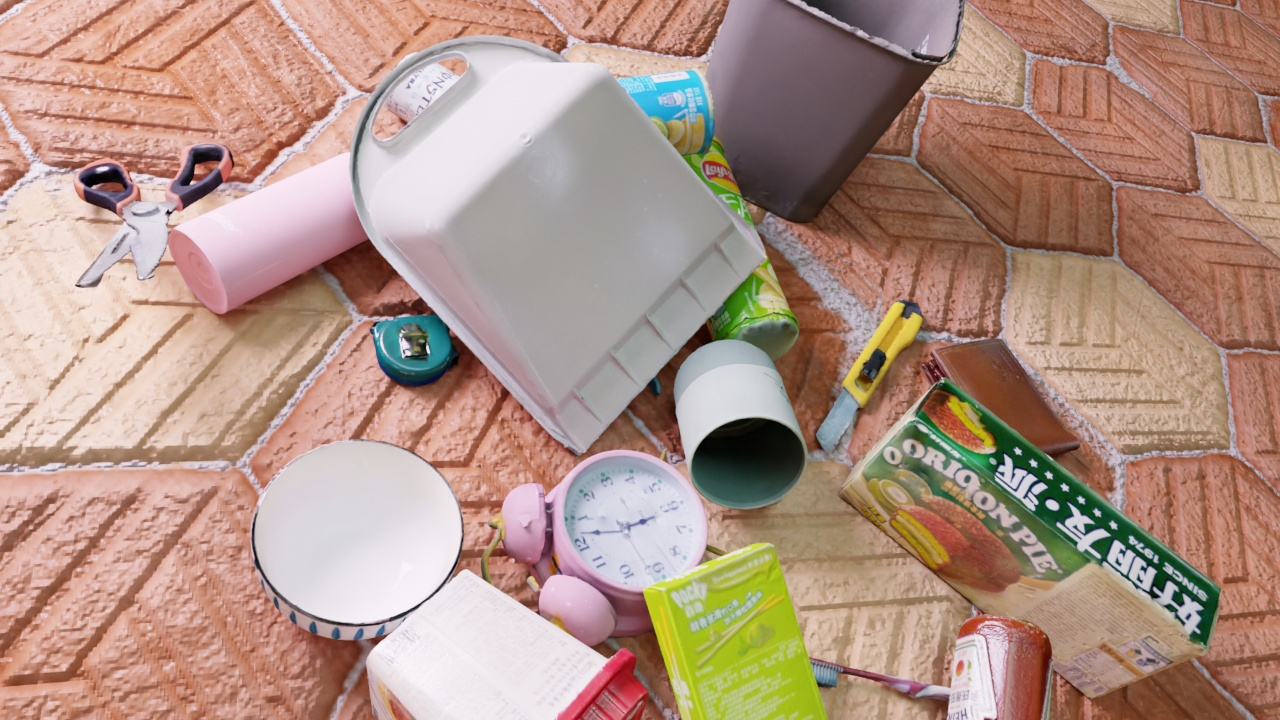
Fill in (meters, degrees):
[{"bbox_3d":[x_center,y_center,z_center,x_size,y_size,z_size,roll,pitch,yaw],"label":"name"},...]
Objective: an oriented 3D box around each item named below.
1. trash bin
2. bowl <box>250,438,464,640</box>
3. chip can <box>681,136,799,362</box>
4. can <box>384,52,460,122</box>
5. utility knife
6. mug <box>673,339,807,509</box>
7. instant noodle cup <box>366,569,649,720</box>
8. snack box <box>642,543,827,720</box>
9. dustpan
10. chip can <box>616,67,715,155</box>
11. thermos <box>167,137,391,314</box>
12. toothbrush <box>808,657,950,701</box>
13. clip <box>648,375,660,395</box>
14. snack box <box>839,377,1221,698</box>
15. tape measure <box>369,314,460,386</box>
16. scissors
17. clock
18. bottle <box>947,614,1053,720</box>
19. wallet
[{"bbox_3d":[0.156,-0.270,0.854,0.198,0.220,0.198,25,49,-1],"label":"trash bin"},{"bbox_3d":[-0.167,0.112,0.542,0.116,0.066,0.116,11,51,-14],"label":"bowl"},{"bbox_3d":[0.069,-0.096,0.785,0.072,0.073,0.221,-3,56,-23],"label":"chip can"},{"bbox_3d":[-0.146,-0.205,0.792,0.147,0.058,0.058,33,50,5],"label":"can"},{"bbox_3d":[0.202,0.008,0.796,0.033,0.015,0.217,35,50,9],"label":"utility knife"},{"bbox_3d":[0.075,0.052,0.669,0.082,0.112,0.106,-25,32,10],"label":"mug"},{"bbox_3d":[-0.076,0.190,0.497,0.124,0.117,0.116,34,49,20],"label":"instant noodle cup"},{"bbox_3d":[0.064,0.198,0.555,0.085,0.026,0.156,-16,86,-29],"label":"snack box"},{"bbox_3d":[-0.075,-0.108,0.675,0.222,0.258,0.143,-46,34,-13],"label":"dustpan"},{"bbox_3d":[-0.050,-0.185,0.732,0.210,0.071,0.071,-11,59,-14],"label":"chip can"},{"bbox_3d":[-0.231,-0.102,0.675,0.087,0.067,0.198,35,49,22],"label":"thermos"},{"bbox_3d":[0.192,0.229,0.627,0.187,0.016,0.017,16,59,-9],"label":"toothbrush"},{"bbox_3d":[-0.003,0.004,0.721,0.034,0.013,0.055,1,54,-22],"label":"clip"},{"bbox_3d":[0.275,0.131,0.668,0.240,0.115,0.063,39,51,11],"label":"snack box"},{"bbox_3d":[-0.162,-0.009,0.662,0.058,0.025,0.054,-7,57,-25],"label":"tape measure"},{"bbox_3d":[-0.338,-0.104,0.617,0.214,0.015,0.196,17,37,24],"label":"scissors"},{"bbox_3d":[-0.027,0.121,0.594,0.158,0.060,0.117,-19,63,-29],"label":"clock"},{"bbox_3d":[0.219,0.265,0.575,0.060,0.060,0.205,22,61,-4],"label":"bottle"},{"bbox_3d":[0.317,0.037,0.810,0.101,0.032,0.124,-11,60,-30],"label":"wallet"}]
